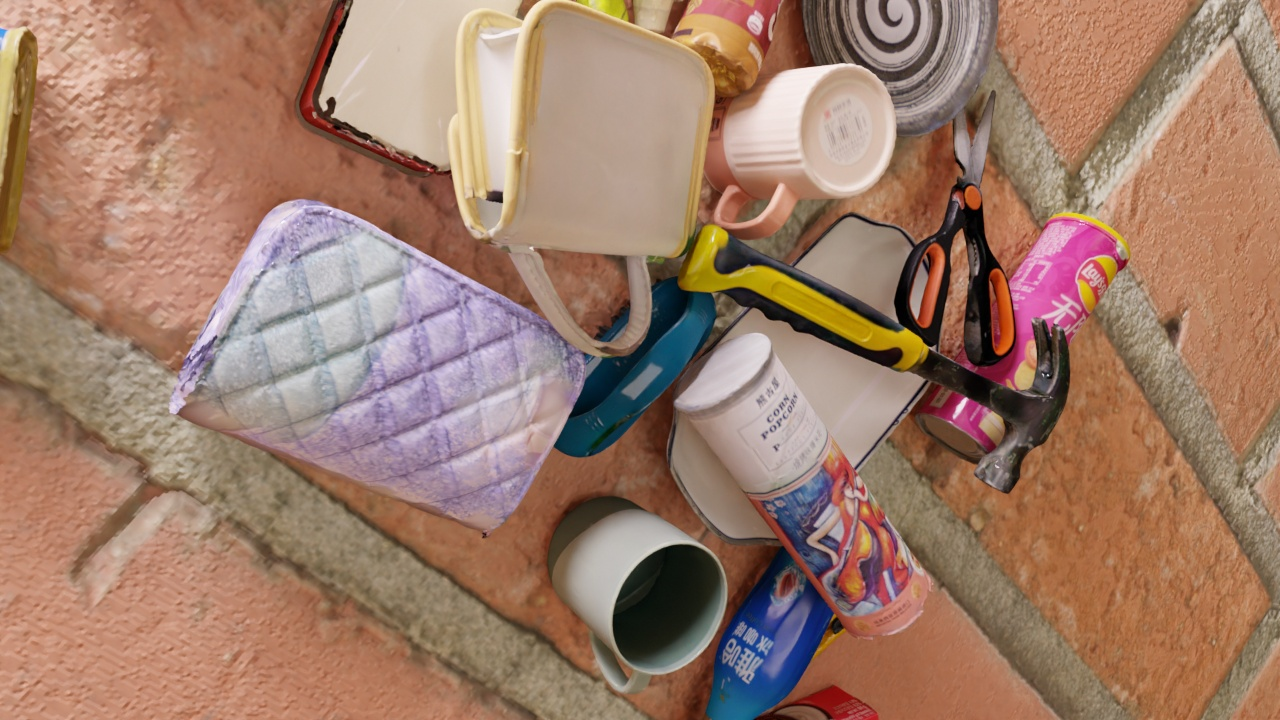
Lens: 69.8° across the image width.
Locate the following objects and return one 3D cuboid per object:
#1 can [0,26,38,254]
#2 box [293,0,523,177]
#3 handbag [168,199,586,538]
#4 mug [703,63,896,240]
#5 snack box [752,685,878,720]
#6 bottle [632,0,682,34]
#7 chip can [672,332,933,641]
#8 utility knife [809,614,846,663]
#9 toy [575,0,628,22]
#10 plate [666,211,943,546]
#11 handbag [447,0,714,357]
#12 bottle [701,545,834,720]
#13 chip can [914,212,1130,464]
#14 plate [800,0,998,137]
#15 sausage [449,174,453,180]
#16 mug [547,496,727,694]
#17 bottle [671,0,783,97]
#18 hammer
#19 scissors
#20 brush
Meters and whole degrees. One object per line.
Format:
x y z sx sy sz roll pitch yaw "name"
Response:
-0.318 -0.103 0.398 0.083 0.057 0.102 8 96 -27 "can"
-0.108 -0.187 0.483 0.091 0.077 0.168 21 91 -30 "box"
-0.136 0.006 0.509 0.193 0.075 0.134 30 88 -28 "handbag"
0.091 -0.130 0.585 0.081 0.106 0.114 31 84 -30 "mug"
0.089 0.318 0.704 0.207 0.057 0.058 -11 102 -26 "snack box"
0.013 -0.271 0.543 0.066 0.067 0.150 -4 109 -28 "bottle"
0.108 0.086 0.596 0.071 0.071 0.215 -42 111 -15 "chip can"
0.145 0.223 0.739 0.167 0.015 0.033 -37 112 -17 "utility knife"
-0.028 -0.233 0.525 0.031 0.097 0.100 -10 73 7 "toy"
0.119 0.012 0.662 0.265 0.034 0.162 -46 115 -18 "plate"
-0.032 -0.090 0.502 0.163 0.063 0.179 -4 101 -52 "handbag"
0.104 0.197 0.682 0.065 0.065 0.218 37 81 -29 "bottle"
0.310 -0.018 0.748 0.071 0.071 0.210 42 80 -28 "chip can"
0.183 -0.251 0.655 0.179 0.024 0.179 -5 101 -27 "plate"
-0.044 -0.133 0.561 0.155 0.020 0.020 -21 109 -24 "sausage"
-0.009 0.151 0.588 0.082 0.106 0.112 6 97 -30 "mug"
0.074 -0.253 0.573 0.057 0.058 0.174 28 78 -30 "bottle"
0.170 -0.013 0.620 0.323 0.032 0.126 23 101 -24 "hammer"
0.250 -0.099 0.698 0.198 0.022 0.226 47 64 -20 "scissors"
-0.003 0.003 0.580 0.143 0.073 0.055 -46 110 -13 "brush"
